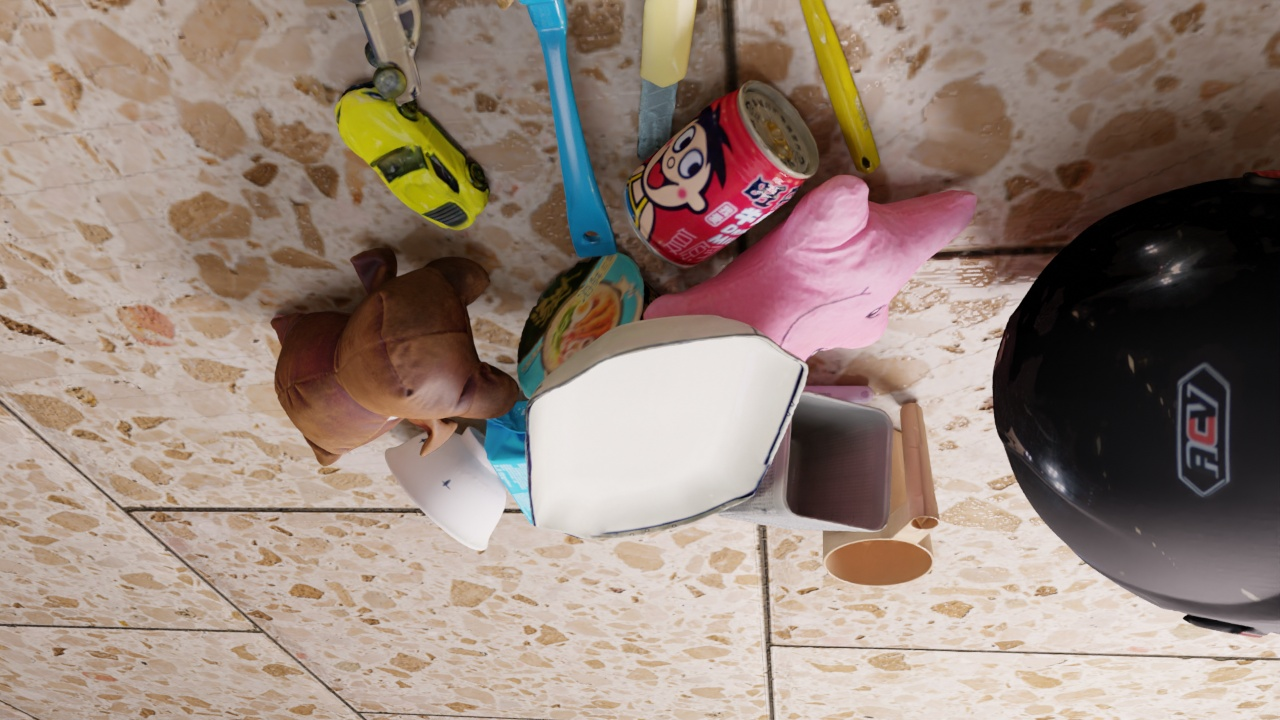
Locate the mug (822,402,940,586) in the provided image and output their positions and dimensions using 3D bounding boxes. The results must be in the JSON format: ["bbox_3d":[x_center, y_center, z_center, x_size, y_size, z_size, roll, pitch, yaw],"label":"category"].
[{"bbox_3d":[0.192,0.105,0.722,0.084,0.103,0.125,12,142,-9],"label":"mug"}]

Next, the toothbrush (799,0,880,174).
[{"bbox_3d":[0.090,-0.164,0.461,0.016,0.016,0.190,-13,139,23],"label":"toothbrush"}]

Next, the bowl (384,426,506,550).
[{"bbox_3d":[-0.150,0.095,0.774,0.064,0.118,0.118,-44,130,-1],"label":"bowl"}]

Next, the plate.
[{"bbox_3d":[0.007,0.047,0.576,0.162,0.034,0.266,-8,149,-8],"label":"plate"}]

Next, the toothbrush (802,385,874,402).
[{"bbox_3d":[0.083,0.025,0.704,0.189,0.029,0.021,0,-178,5],"label":"toothbrush"}]

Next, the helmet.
[{"bbox_3d":[0.305,0.021,0.482,0.230,0.233,0.274,4,-174,26],"label":"helmet"}]

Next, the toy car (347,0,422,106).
[{"bbox_3d":[-0.128,-0.172,0.458,0.035,0.042,0.091,-15,136,-9],"label":"toy car"}]

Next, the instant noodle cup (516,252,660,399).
[{"bbox_3d":[-0.004,0.004,0.625,0.111,0.111,0.120,-24,140,32],"label":"instant noodle cup"}]

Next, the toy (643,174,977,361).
[{"bbox_3d":[0.115,-0.047,0.561,0.195,0.074,0.178,-34,149,27],"label":"toy"}]

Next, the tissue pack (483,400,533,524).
[{"bbox_3d":[-0.066,0.083,0.760,0.090,0.063,0.140,-6,142,13],"label":"tissue pack"}]

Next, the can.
[{"bbox_3d":[0.044,-0.102,0.507,0.066,0.066,0.094,31,136,-29],"label":"can"}]

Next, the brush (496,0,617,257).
[{"bbox_3d":[-0.045,-0.149,0.467,0.083,0.045,0.255,-5,135,8],"label":"brush"}]

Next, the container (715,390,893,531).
[{"bbox_3d":[0.117,0.082,0.692,0.090,0.090,0.114,14,162,-22],"label":"container"}]

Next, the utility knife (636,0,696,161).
[{"bbox_3d":[0.012,-0.176,0.455,0.031,0.021,0.207,9,140,3],"label":"utility knife"}]

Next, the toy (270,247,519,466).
[{"bbox_3d":[-0.179,0.001,0.637,0.200,0.140,0.130,-20,171,32],"label":"toy"}]

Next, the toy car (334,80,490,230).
[{"bbox_3d":[-0.135,-0.116,0.540,0.048,0.032,0.105,-18,134,28],"label":"toy car"}]
